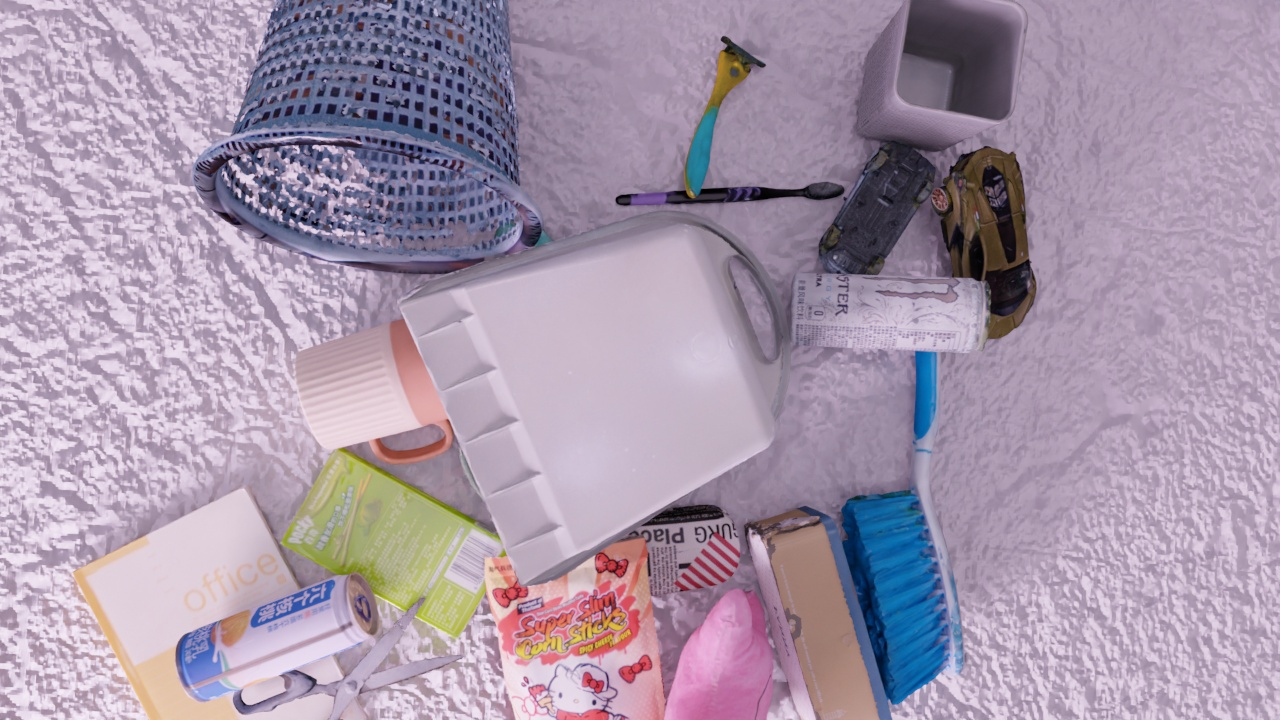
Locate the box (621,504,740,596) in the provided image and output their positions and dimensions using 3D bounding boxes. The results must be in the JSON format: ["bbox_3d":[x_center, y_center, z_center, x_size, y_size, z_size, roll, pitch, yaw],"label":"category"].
[{"bbox_3d":[-0.002,0.152,0.723,0.164,0.056,0.070,-5,77,-5],"label":"box"}]

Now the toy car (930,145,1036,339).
[{"bbox_3d":[0.281,-0.091,0.734,0.070,0.042,0.158,-21,108,-15],"label":"toy car"}]

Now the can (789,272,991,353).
[{"bbox_3d":[0.191,-0.037,0.714,0.147,0.058,0.058,3,88,11],"label":"can"}]

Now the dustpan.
[{"bbox_3d":[-0.004,0.004,0.684,0.258,0.142,0.222,-22,95,1],"label":"dustpan"}]

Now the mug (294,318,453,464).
[{"bbox_3d":[-0.189,0.028,0.695,0.106,0.081,0.115,-16,119,-3],"label":"mug"}]

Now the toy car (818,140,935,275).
[{"bbox_3d":[0.190,-0.119,0.744,0.054,0.037,0.120,31,91,-7],"label":"toy car"}]

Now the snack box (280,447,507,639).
[{"bbox_3d":[-0.187,0.141,0.712,0.156,0.026,0.085,29,87,-4],"label":"snack box"}]

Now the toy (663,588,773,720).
[{"bbox_3d":[0.060,0.257,0.678,0.075,0.179,0.194,11,55,17],"label":"toy"}]

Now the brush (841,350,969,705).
[{"bbox_3d":[0.211,0.105,0.736,0.109,0.060,0.314,-10,87,-10],"label":"brush"}]

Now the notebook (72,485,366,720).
[{"bbox_3d":[-0.323,0.220,0.708,0.146,0.010,0.206,-26,91,-5],"label":"notebook"}]

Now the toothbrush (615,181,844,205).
[{"bbox_3d":[0.074,-0.135,0.746,0.189,0.017,0.014,-3,89,-3],"label":"toothbrush"}]

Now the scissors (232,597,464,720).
[{"bbox_3d":[-0.224,0.252,0.696,0.178,0.014,0.159,8,92,0],"label":"scissors"}]

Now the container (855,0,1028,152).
[{"bbox_3d":[0.224,-0.218,0.710,0.090,0.114,0.090,10,88,-5],"label":"container"}]

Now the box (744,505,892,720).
[{"bbox_3d":[0.136,0.208,0.707,0.060,0.090,0.184,-18,93,-6],"label":"box"}]

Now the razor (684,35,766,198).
[{"bbox_3d":[0.060,-0.192,0.739,0.043,0.028,0.132,23,84,-35],"label":"razor"}]

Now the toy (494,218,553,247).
[{"bbox_3d":[-0.090,-0.067,0.724,0.096,0.030,0.092,1,91,-8],"label":"toy"}]

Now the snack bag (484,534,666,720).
[{"bbox_3d":[-0.043,0.239,0.689,0.129,0.073,0.208,-9,95,6],"label":"snack bag"}]

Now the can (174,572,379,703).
[{"bbox_3d":[-0.264,0.202,0.673,0.134,0.053,0.053,-21,90,1],"label":"can"}]

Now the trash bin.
[{"bbox_3d":[-0.174,-0.188,0.643,0.226,0.227,0.195,4,75,-5],"label":"trash bin"}]

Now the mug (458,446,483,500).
[{"bbox_3d":[-0.086,0.079,0.699,0.112,0.082,0.106,-14,94,24],"label":"mug"}]
